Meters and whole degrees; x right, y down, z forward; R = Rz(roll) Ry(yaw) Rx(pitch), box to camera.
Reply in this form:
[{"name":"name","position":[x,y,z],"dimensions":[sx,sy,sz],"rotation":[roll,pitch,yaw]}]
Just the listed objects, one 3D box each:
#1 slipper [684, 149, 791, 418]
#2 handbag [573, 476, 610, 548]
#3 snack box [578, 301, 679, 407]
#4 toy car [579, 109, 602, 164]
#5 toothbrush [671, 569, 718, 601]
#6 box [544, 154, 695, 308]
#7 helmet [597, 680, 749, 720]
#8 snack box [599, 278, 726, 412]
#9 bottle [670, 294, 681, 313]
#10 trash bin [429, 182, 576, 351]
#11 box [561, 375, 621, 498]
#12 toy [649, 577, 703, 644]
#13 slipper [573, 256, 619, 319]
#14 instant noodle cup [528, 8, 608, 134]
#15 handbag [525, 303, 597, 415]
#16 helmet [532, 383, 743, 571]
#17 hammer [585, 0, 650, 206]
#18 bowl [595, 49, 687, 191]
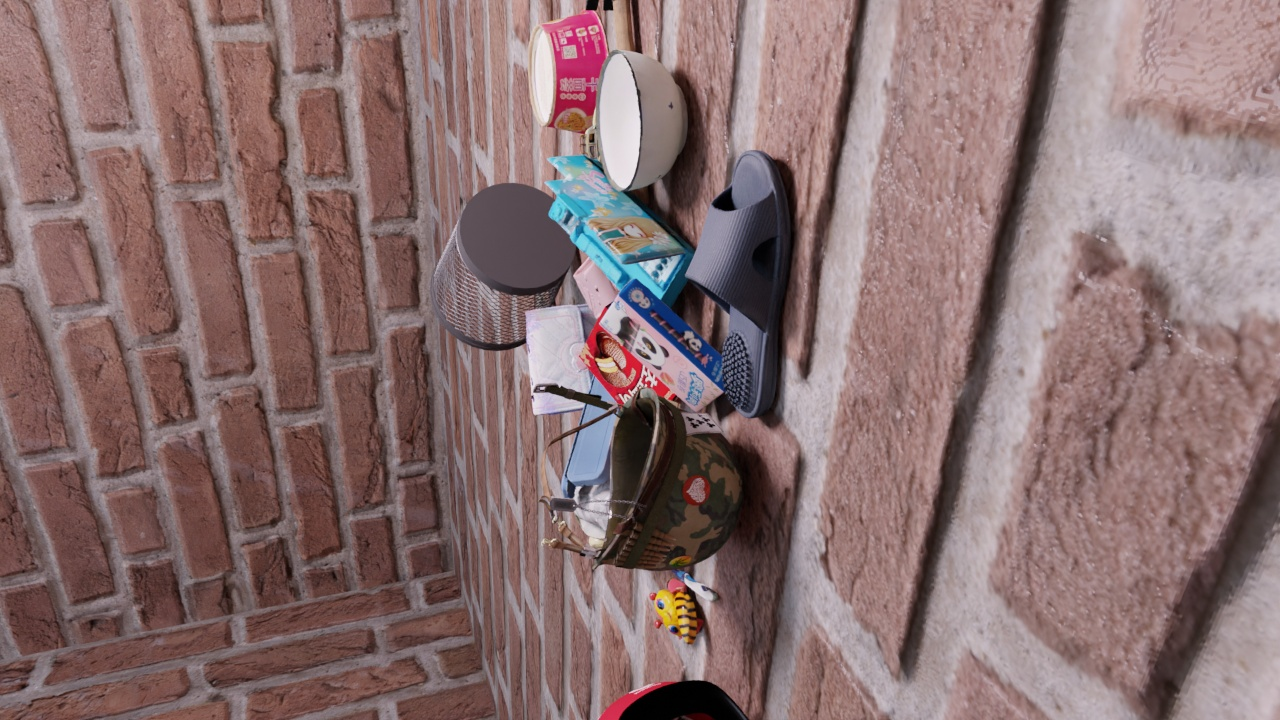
[{"name":"slipper","position":[0.083,-0.067,0.878],"dimensions":[0.101,0.082,0.264],"rotation":[-134,40,-63]},{"name":"handbag","position":[-0.023,0.205,1.246],"dimensions":[0.172,0.112,0.123],"rotation":[169,83,-71]},{"name":"snack box","position":[-0.007,0.007,1.142],"dimensions":[0.132,0.035,0.152],"rotation":[50,154,8]},{"name":"toy car","position":[-0.058,-0.294,1.226],"dimensions":[0.047,0.047,0.112],"rotation":[-120,29,-81]},{"name":"toothbrush","position":[0.059,0.276,1.177],"dimensions":[0.189,0.016,0.017],"rotation":[-168,82,-70]},{"name":"box","position":[-0.050,-0.155,1.061],"dimensions":[0.227,0.117,0.097],"rotation":[48,115,34]},{"name":"helmet","position":[0.048,0.498,1.023],"dimensions":[0.271,0.197,0.225],"rotation":[51,145,42]},{"name":"snack box","position":[0.029,-0.014,1.000],"dimensions":[0.154,0.033,0.088],"rotation":[42,156,1]},{"name":"bottle","position":[0.015,-0.056,1.129],"dimensions":[0.113,0.047,0.047],"rotation":[125,134,-62]},{"name":"trash bin","position":[-0.229,-0.158,1.544],"dimensions":[0.228,0.217,0.217],"rotation":[134,126,-61]},{"name":"box","position":[-0.063,0.085,1.245],"dimensions":[0.122,0.047,0.209],"rotation":[-39,29,51]},{"name":"toy","position":[0.048,0.325,1.184],"dimensions":[0.103,0.046,0.084],"rotation":[178,91,-67]},{"name":"slipper","position":[-0.055,-0.125,1.249],"dimensions":[0.094,0.064,0.239],"rotation":[157,99,-68]},{"name":"instant noodle cup","position":[-0.107,-0.402,1.294],"dimensions":[0.179,0.077,0.178],"rotation":[172,90,-71]},{"name":"handbag","position":[-0.104,-0.002,1.365],"dimensions":[0.069,0.126,0.158],"rotation":[169,95,-69]},{"name":"helmet","position":[-0.008,0.126,0.975],"dimensions":[0.225,0.236,0.192],"rotation":[91,-175,-52]},{"name":"hammer","position":[-0.017,-0.343,1.131],"dimensions":[0.132,0.040,0.305],"rotation":[-164,67,-66]},{"name":"bowl","position":[0.005,-0.270,1.035],"dimensions":[0.154,0.072,0.153],"rotation":[172,90,-70]}]
